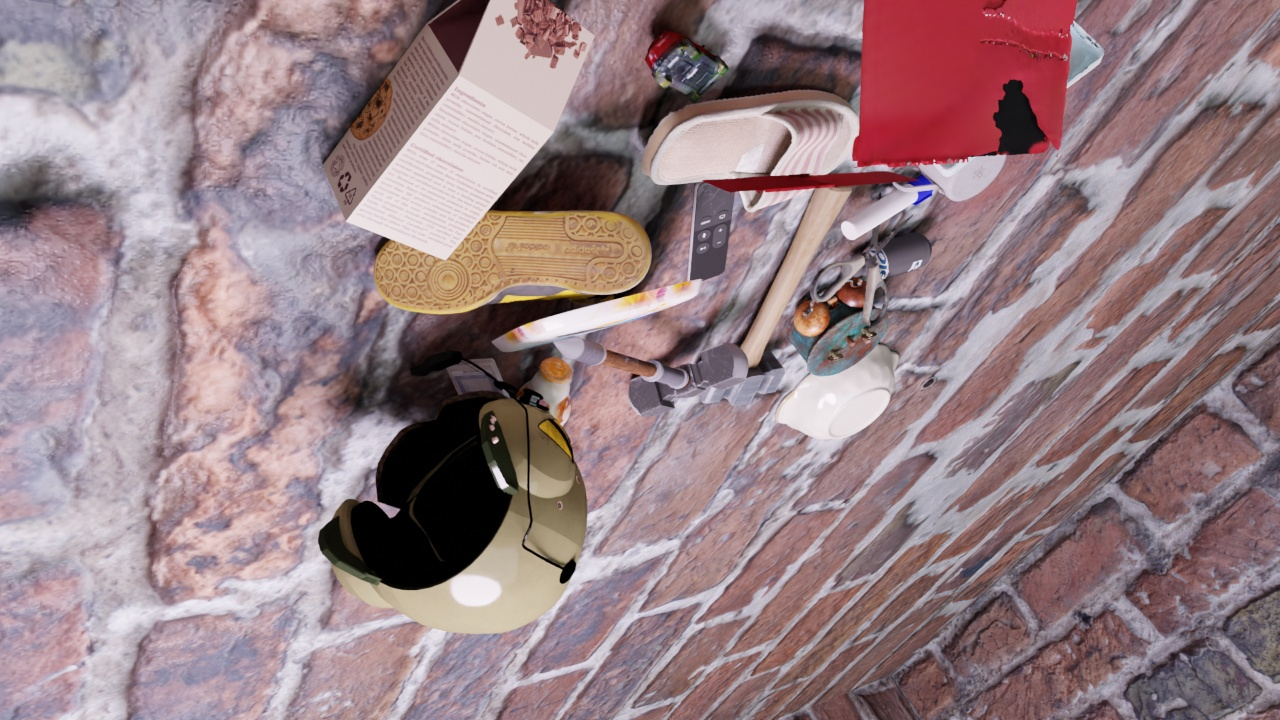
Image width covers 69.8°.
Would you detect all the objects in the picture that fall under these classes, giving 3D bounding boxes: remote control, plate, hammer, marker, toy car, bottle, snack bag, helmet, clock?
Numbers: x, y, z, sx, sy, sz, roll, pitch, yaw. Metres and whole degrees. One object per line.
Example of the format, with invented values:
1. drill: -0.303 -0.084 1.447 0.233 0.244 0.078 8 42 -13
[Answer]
1. remote control: 0.074 -0.137 0.965 0.045 0.008 0.147 -21 145 -16
2. plate: -0.043 -0.039 0.891 0.186 0.016 0.187 -16 180 -23
3. hammer: 0.164 -0.074 1.088 0.117 0.051 0.324 -8 137 -32
4. marker: 0.283 -0.174 1.043 0.133 0.023 0.027 -32 127 -23
5. toy car: 0.038 -0.246 0.766 0.042 0.036 0.091 -40 158 26
6. hammer: -0.005 0.006 0.969 0.156 0.043 0.321 -22 163 22
7. bottle: 0.307 -0.126 1.132 0.112 0.047 0.047 -17 144 -20
8. remote control: -0.159 0.051 0.970 0.050 0.011 0.136 -3 132 14
9. bottle: -0.106 0.046 1.011 0.063 0.063 0.109 -7 139 -33
10. snack bag: -0.131 -0.183 0.683 0.207 0.070 0.094 -45 145 20
11. helmet: -0.167 0.133 0.881 0.250 0.255 0.233 -34 143 8
12. clock: 0.253 -0.045 1.171 0.121 0.073 0.158 -30 146 -3

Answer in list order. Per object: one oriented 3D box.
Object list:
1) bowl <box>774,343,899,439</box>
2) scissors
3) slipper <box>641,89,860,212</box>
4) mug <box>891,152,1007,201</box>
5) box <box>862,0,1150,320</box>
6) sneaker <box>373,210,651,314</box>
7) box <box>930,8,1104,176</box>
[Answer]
1. bowl: 0.309 0.060 1.366 0.219 0.060 0.189 -20 145 -16
2. scissors: 0.268 -0.109 1.081 0.170 0.012 0.157 -34 126 -14
3. slipper: 0.117 -0.195 0.868 0.262 0.052 0.115 -11 146 -37
4. mug: 0.339 -0.219 1.016 0.113 0.070 0.084 -39 146 8
5. box: 0.210 -0.228 0.630 0.211 0.377 0.124 -10 158 -31
6. sneaker: -0.106 -0.089 0.819 0.238 0.086 0.122 -3 -175 5
7. box: 0.361 -0.294 0.935 0.197 0.078 0.122 -38 127 7
